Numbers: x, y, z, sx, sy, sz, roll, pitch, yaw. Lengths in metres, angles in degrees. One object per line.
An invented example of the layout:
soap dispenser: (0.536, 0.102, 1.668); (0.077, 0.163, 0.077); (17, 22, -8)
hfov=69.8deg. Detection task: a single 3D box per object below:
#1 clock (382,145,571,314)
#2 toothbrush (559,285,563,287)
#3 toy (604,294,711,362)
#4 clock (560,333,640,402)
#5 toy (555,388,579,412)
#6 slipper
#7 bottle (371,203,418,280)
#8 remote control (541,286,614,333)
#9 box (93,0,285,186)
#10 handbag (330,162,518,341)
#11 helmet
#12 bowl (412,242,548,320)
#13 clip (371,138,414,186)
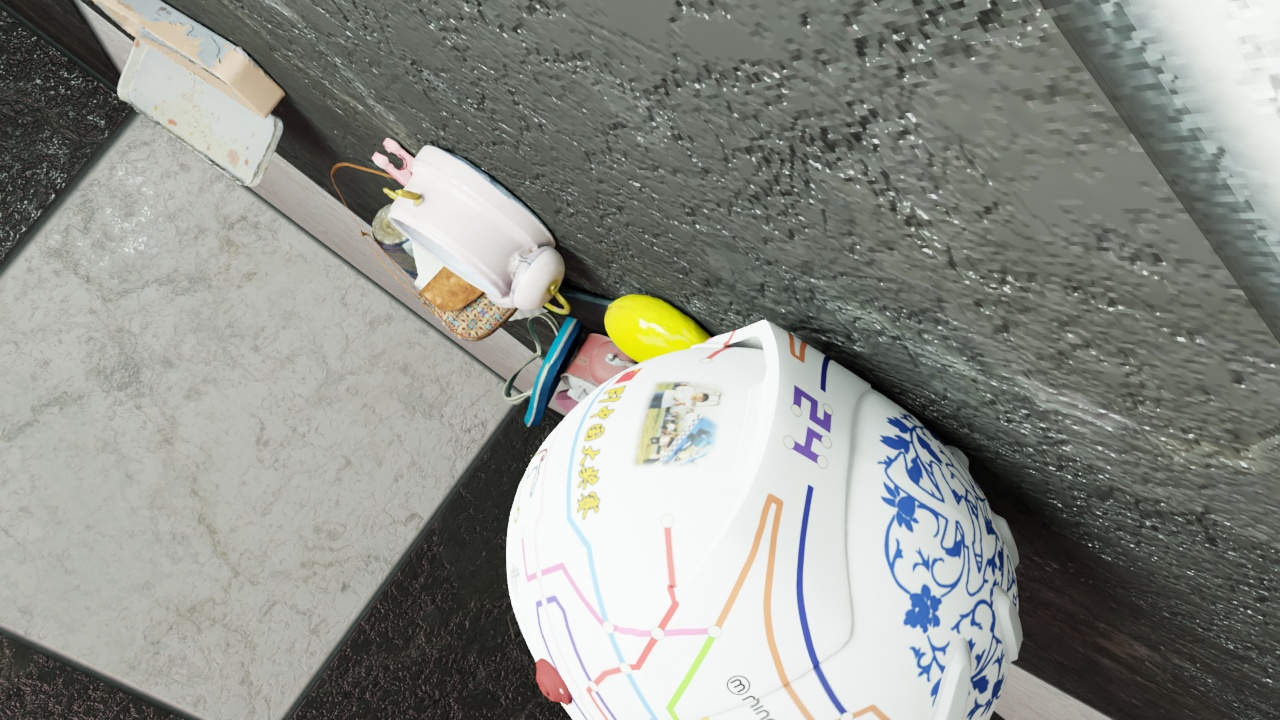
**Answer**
clock: (-0.112, -0.086, 0.674); (0.158, 0.058, 0.117); (38, 171, -21)
toothbrush: (-0.096, -0.084, 0.801); (0.186, 0.011, 0.016); (34, 172, -7)
toy: (0.017, -0.013, 0.634); (0.094, 0.041, 0.095); (31, 171, 1)
clock: (-0.016, 0.029, 0.859); (0.110, 0.061, 0.157); (36, 166, -9)
toy: (-0.022, 0.065, 1.114); (0.158, 0.067, 0.123); (6, 140, 47)
slipper: (-0.109, 0.006, 0.978); (0.060, 0.118, 0.295); (23, 168, -4)
bottle: (-0.238, -0.117, 1.006); (0.056, 0.056, 0.161); (33, 171, 18)
remote control: (-0.053, -0.043, 0.775); (0.141, 0.021, 0.045); (19, 161, 48)
box: (-0.432, -0.261, 0.855); (0.217, 0.094, 0.121); (32, 168, 20)
handbag: (-0.177, -0.104, 0.758); (0.196, 0.093, 0.043); (40, 166, 3)
helmet: (0.081, 0.127, 0.499); (0.237, 0.230, 0.314); (-19, 128, 34)
bowl: (-0.167, -0.079, 0.886); (0.177, 0.071, 0.177); (34, 172, 5)
clip: (-0.187, -0.144, 0.724); (0.059, 0.039, 0.023); (44, 172, -27)
